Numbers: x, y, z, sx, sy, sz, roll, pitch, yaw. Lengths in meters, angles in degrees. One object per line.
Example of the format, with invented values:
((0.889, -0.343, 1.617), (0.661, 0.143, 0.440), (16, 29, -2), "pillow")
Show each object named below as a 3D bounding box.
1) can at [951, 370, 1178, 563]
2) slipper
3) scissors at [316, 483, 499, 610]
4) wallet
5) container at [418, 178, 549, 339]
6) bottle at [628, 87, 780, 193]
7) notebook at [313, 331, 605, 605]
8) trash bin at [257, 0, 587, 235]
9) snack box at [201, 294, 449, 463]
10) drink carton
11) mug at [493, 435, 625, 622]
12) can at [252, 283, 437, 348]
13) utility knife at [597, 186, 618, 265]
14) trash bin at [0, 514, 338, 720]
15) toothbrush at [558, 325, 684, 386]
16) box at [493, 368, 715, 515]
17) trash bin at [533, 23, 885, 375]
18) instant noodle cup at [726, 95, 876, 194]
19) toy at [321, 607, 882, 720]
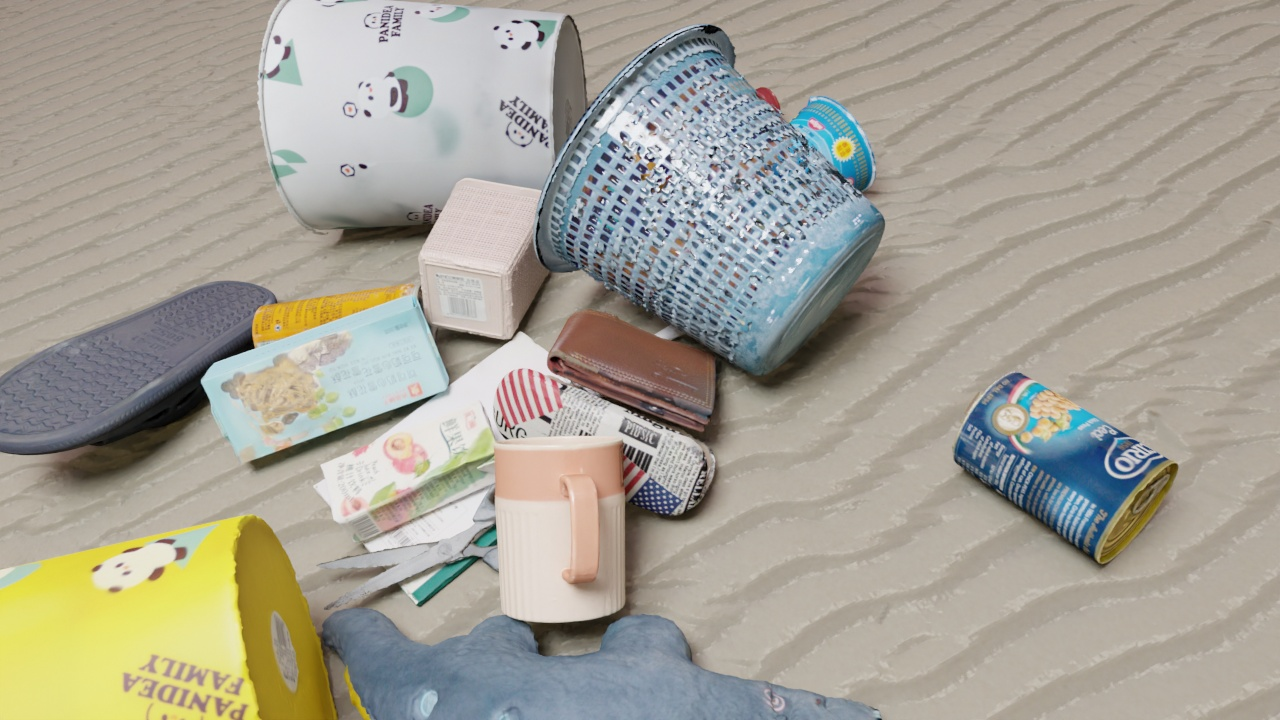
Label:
((0.266, 0.065, 0.584), (0.075, 0.075, 0.111), (-34, 49, -20), "can")
((-0.413, 0.018, 0.778), (0.111, 0.083, 0.267), (18, 34, 16), "slipper")
((-0.127, 0.132, 0.630), (0.163, 0.014, 0.164), (26, 61, 18), "scissors")
((-0.004, 0.004, 0.676), (0.124, 0.032, 0.101), (20, 22, -4), "wallet")
((-0.132, -0.085, 0.784), (0.090, 0.090, 0.110), (11, 42, 5), "container")
((0.061, -0.219, 0.911), (0.174, 0.057, 0.057), (-32, 49, -18), "bottle")
((-0.126, 0.072, 0.702), (0.208, 0.012, 0.150), (-38, 52, -23), "notebook")
((-0.188, -0.233, 0.873), (0.252, 0.230, 0.229), (1, 47, 6), "trash bin")
((-0.248, 0.013, 0.731), (0.174, 0.074, 0.051), (-20, 20, -8), "snack box")
((-0.160, 0.080, 0.662), (0.122, 0.045, 0.053), (-23, 54, -9), "drink carton")
((-0.045, 0.102, 0.562), (0.081, 0.106, 0.115), (-2, -1, -17), "mug")
((-0.255, -0.029, 0.794), (0.146, 0.058, 0.058), (-8, 46, 4), "can")
((-0.032, -0.141, 0.887), (0.029, 0.013, 0.174), (-8, 46, 6), "utility knife")
((-0.307, 0.206, 0.475), (0.255, 0.230, 0.229), (-17, 45, -12), "trash bin")
((0.000, -0.012, 0.744), (0.179, 0.016, 0.016), (-28, 51, -24), "toothbrush")
((-0.029, 0.054, 0.639), (0.163, 0.086, 0.076), (25, 72, 13), "box")
((0.064, -0.102, 0.697), (0.195, 0.227, 0.226), (41, 63, 14), "trash bin")
((0.138, -0.168, 0.829), (0.110, 0.099, 0.099), (-35, 49, -9), "instant noodle cup")
((-0.046, 0.202, 0.518), (0.357, 0.091, 0.137), (3, 20, 13), "toy")
